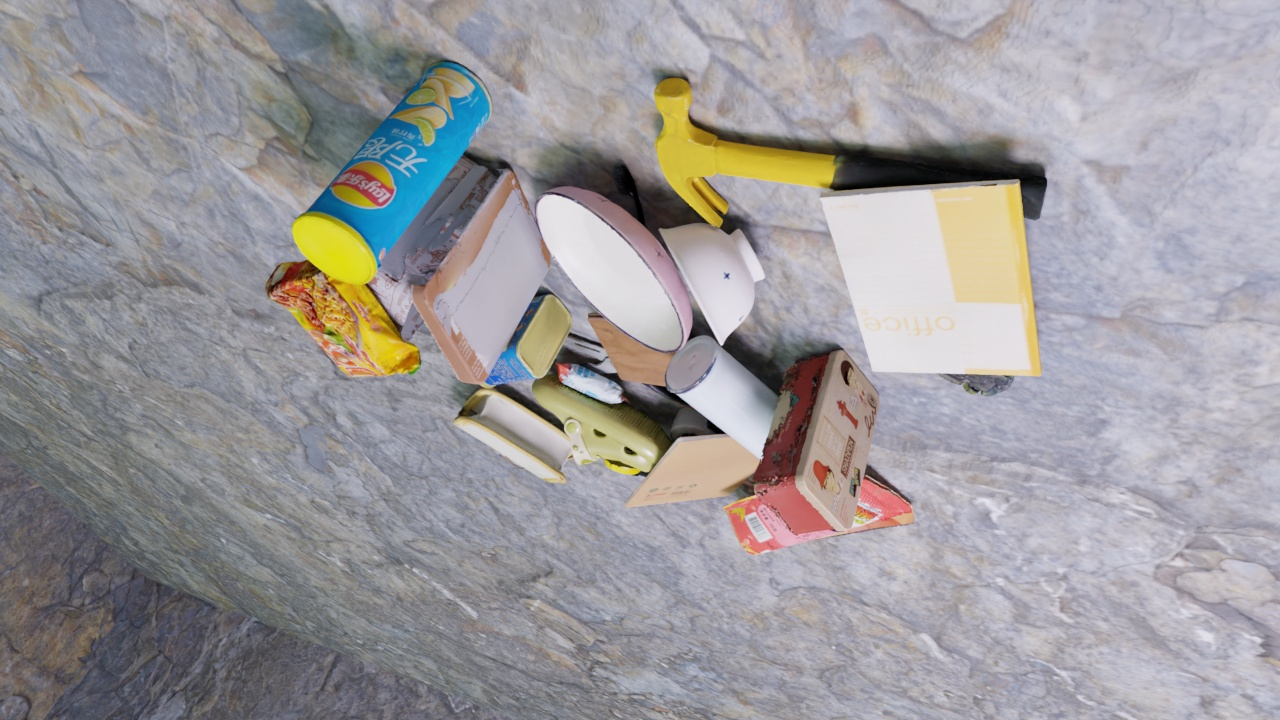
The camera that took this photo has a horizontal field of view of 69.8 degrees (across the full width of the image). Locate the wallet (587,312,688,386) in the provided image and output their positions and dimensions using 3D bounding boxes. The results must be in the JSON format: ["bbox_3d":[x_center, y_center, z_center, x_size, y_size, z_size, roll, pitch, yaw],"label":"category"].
[{"bbox_3d":[0.008,-0.011,0.976,0.115,0.020,0.101,4,139,34],"label":"wallet"}]

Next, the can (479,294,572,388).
[{"bbox_3d":[-0.133,-0.022,1.007,0.083,0.101,0.057,-8,133,37],"label":"can"}]

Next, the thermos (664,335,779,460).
[{"bbox_3d":[0.125,0.060,0.957,0.224,0.073,0.073,38,145,-30],"label":"thermos"}]

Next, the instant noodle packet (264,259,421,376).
[{"bbox_3d":[-0.264,-0.034,0.815,0.111,0.044,0.128,1,137,42],"label":"instant noodle packet"}]

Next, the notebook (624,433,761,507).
[{"bbox_3d":[0.078,0.129,1.085,0.147,0.008,0.208,-3,153,-21],"label":"notebook"}]

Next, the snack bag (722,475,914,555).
[{"bbox_3d":[0.205,0.178,1.096,0.128,0.073,0.208,37,139,-23],"label":"snack bag"}]

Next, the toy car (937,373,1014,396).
[{"bbox_3d":[0.284,-0.005,0.819,0.105,0.032,0.048,29,145,-1],"label":"toy car"}]

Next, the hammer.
[{"bbox_3d":[0.154,-0.146,0.716,0.301,0.032,0.129,12,144,20],"label":"hammer"}]

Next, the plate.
[{"bbox_3d":[-0.019,-0.090,0.858,0.192,0.039,0.193,40,162,16],"label":"plate"}]

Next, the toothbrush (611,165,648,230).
[{"bbox_3d":[0.007,-0.110,0.876,0.016,0.014,0.190,7,143,27],"label":"toothbrush"}]

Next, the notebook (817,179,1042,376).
[{"bbox_3d":[0.238,-0.059,0.739,0.146,0.010,0.206,2,140,30],"label":"notebook"}]

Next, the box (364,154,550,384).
[{"bbox_3d":[-0.172,-0.087,0.878,0.166,0.181,0.151,34,146,-6],"label":"box"}]

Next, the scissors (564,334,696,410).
[{"bbox_3d":[-0.005,0.005,1.037,0.189,0.015,0.226,41,144,-22],"label":"scissors"}]

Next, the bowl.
[{"bbox_3d":[0.071,-0.080,0.817,0.065,0.118,0.118,-28,129,4],"label":"bowl"}]

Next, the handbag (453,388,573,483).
[{"bbox_3d":[-0.174,0.105,1.254,0.163,0.063,0.179,35,160,-13],"label":"handbag"}]

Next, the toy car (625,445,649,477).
[{"bbox_3d":[0.000,0.118,1.165,0.043,0.036,0.091,1,138,30],"label":"toy car"}]

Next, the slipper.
[{"bbox_3d":[-0.051,0.085,1.096,0.190,0.091,0.082,29,106,8],"label":"slipper"}]

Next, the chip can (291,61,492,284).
[{"bbox_3d":[-0.200,-0.161,0.766,0.071,0.209,0.071,17,145,13],"label":"chip can"}]

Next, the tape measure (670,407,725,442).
[{"bbox_3d":[0.070,0.084,1.077,0.066,0.033,0.066,-2,140,33],"label":"tape measure"}]

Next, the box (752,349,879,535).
[{"bbox_3d":[0.165,0.079,0.888,0.078,0.167,0.091,-18,127,42],"label":"box"}]

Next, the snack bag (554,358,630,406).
[{"bbox_3d":[-0.057,0.027,1.065,0.104,0.026,0.048,24,170,1],"label":"snack bag"}]
